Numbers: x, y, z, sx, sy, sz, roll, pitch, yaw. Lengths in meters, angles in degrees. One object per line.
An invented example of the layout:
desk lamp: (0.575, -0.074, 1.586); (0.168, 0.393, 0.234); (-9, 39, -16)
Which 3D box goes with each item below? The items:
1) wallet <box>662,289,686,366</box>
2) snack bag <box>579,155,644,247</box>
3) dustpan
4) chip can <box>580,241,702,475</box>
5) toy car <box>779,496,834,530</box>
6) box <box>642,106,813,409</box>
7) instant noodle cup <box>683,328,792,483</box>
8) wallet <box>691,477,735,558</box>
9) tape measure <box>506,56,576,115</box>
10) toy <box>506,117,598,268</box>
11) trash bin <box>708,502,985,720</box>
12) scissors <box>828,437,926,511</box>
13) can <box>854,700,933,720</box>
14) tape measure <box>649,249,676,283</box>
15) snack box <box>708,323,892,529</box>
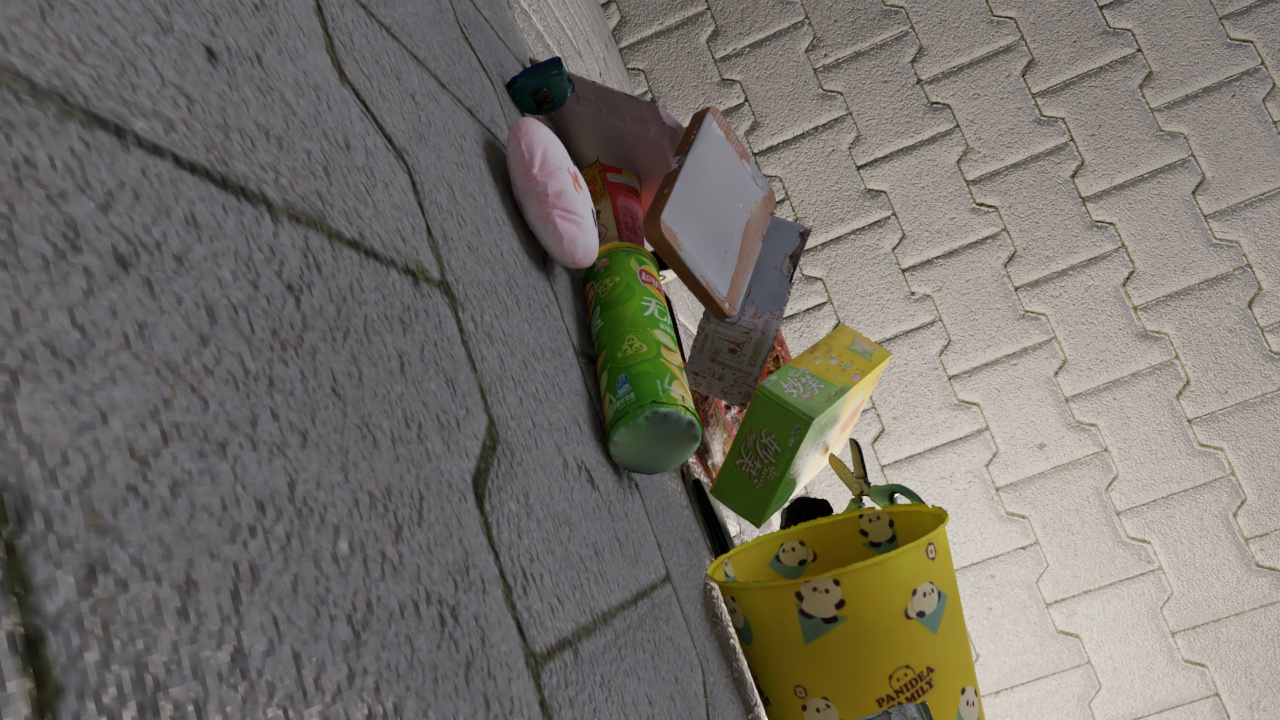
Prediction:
wallet: (0.033, -0.053, 1.261); (0.096, 0.020, 0.122); (50, 21, -50)
snack bag: (-0.017, -0.098, 0.935); (0.129, 0.073, 0.207); (76, 2, -63)
dustpan: (0.023, -0.245, 1.042); (0.222, 0.138, 0.274); (35, -24, 37)
chip can: (-0.004, -0.007, 0.736); (0.221, 0.073, 0.072); (-103, 167, -48)
toy car: (0.194, 0.224, 1.000); (0.041, 0.071, 0.155); (144, -67, -75)
box: (0.094, -0.095, 0.916); (0.274, 0.124, 0.178); (68, 36, -46)
instant noodle cup: (0.106, 0.043, 1.079); (0.079, 0.188, 0.164); (16, -37, 43)
wallet: (0.088, 0.190, 1.009); (0.097, 0.019, 0.120); (47, 21, -72)
tape measure: (-0.091, -0.253, 0.858); (0.054, 0.058, 0.025); (58, 12, -67)
toy: (-0.067, -0.126, 0.726); (0.159, 0.054, 0.121); (-11, 80, -89)
trash bin: (0.209, 0.289, 0.864); (0.229, 0.230, 0.255); (-11, 85, -81)
scissors: (0.246, 0.178, 0.987); (0.172, 0.019, 0.179); (48, -44, 40)
can: (0.129, 0.274, 0.605); (0.058, 0.147, 0.058); (-21, 89, -81)
tape measure: (0.020, -0.119, 1.180); (0.066, 0.066, 0.033); (23, 50, -75)
snack box: (0.177, 0.067, 0.998); (0.070, 0.158, 0.209); (34, 36, 21)
